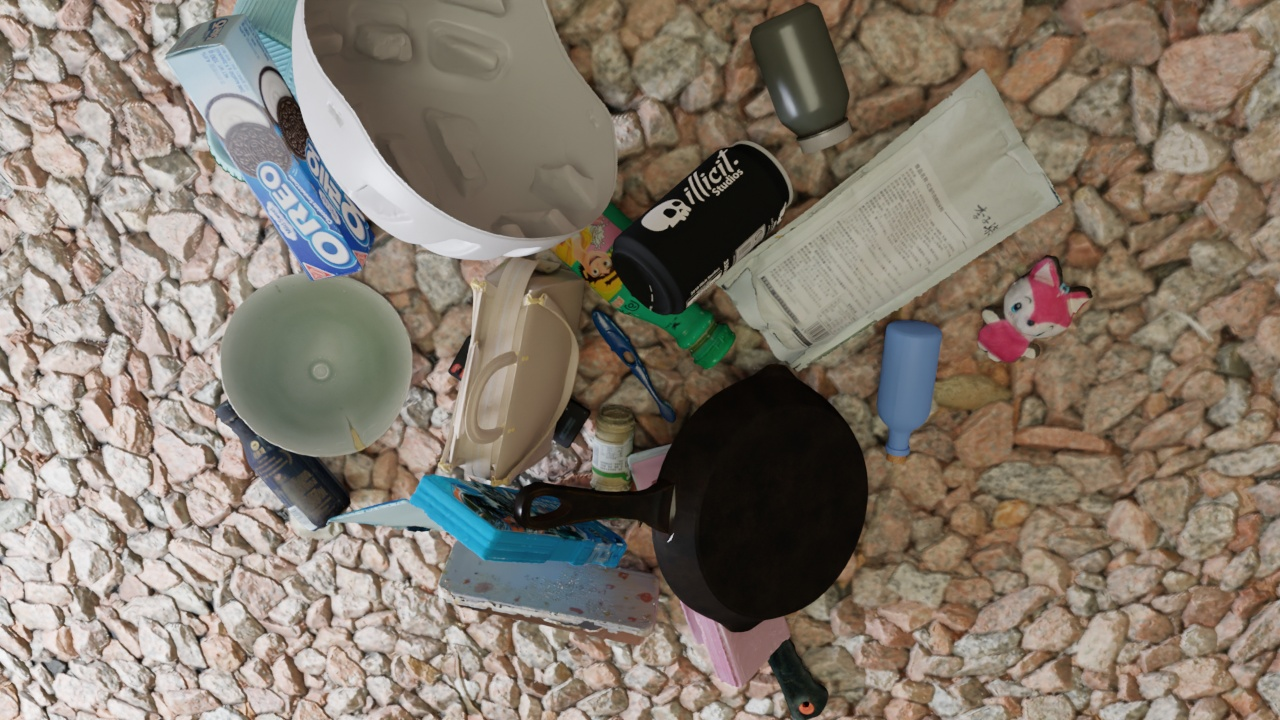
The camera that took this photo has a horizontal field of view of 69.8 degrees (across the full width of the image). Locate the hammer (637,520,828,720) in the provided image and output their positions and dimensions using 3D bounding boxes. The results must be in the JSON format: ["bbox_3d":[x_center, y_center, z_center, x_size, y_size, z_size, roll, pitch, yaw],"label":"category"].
[{"bbox_3d":[0.111,0.237,0.936,0.133,0.033,0.333,-24,107,14],"label":"hammer"}]

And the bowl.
[{"bbox_3d":[-0.308,0.007,0.877,0.174,0.068,0.174,3,80,-21],"label":"bowl"}]

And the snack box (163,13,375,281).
[{"bbox_3d":[-0.304,-0.172,0.775,0.059,0.059,0.227,-10,133,11],"label":"snack box"}]

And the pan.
[{"bbox_3d":[0.063,0.125,0.779,0.355,0.043,0.249,4,96,-32],"label":"pan"}]

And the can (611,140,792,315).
[{"bbox_3d":[0.051,-0.109,0.751,0.145,0.080,0.080,-43,102,-17],"label":"can"}]

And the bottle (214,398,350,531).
[{"bbox_3d":[-0.363,0.100,0.930,0.056,0.056,0.161,-32,104,17],"label":"bottle"}]

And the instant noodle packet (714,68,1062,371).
[{"bbox_3d":[0.206,-0.106,0.783,0.270,0.057,0.147,-36,120,15],"label":"instant noodle packet"}]

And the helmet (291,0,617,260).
[{"bbox_3d":[-0.138,-0.190,0.692,0.282,0.223,0.184,50,138,22],"label":"helmet"}]

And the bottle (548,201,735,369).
[{"bbox_3d":[-0.004,-0.075,0.810,0.209,0.068,0.068,41,110,-9],"label":"bottle"}]

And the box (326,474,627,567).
[{"bbox_3d":[-0.133,0.141,0.831,0.174,0.243,0.063,6,79,25],"label":"box"}]

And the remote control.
[{"bbox_3d":[-0.117,0.030,0.891,0.140,0.021,0.045,32,104,-1],"label":"remote control"}]

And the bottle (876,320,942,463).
[{"bbox_3d":[0.239,0.032,0.830,0.048,0.048,0.131,4,111,6],"label":"bottle"}]

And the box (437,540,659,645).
[{"bbox_3d":[-0.091,0.244,0.943,0.216,0.094,0.108,11,137,3],"label":"box"}]

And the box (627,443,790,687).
[{"bbox_3d":[0.058,0.187,0.882,0.099,0.099,0.233,3,120,46],"label":"box"}]

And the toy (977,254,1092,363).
[{"bbox_3d":[0.339,-0.036,0.794,0.065,0.050,0.103,35,116,-11],"label":"toy"}]

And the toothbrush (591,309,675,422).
[{"bbox_3d":[-0.005,0.005,0.871,0.021,0.016,0.132,-33,101,17],"label":"toothbrush"}]

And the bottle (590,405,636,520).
[{"bbox_3d":[-0.028,0.100,0.895,0.043,0.042,0.110,7,110,5],"label":"bottle"}]

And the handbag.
[{"bbox_3d":[-0.116,0.011,0.774,0.101,0.197,0.195,14,102,5],"label":"handbag"}]

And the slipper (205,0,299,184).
[{"bbox_3d":[-0.303,-0.268,0.778,0.116,0.069,0.277,33,112,-2],"label":"slipper"}]

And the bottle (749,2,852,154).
[{"bbox_3d":[0.132,-0.226,0.739,0.060,0.060,0.108,-20,107,14],"label":"bottle"}]
